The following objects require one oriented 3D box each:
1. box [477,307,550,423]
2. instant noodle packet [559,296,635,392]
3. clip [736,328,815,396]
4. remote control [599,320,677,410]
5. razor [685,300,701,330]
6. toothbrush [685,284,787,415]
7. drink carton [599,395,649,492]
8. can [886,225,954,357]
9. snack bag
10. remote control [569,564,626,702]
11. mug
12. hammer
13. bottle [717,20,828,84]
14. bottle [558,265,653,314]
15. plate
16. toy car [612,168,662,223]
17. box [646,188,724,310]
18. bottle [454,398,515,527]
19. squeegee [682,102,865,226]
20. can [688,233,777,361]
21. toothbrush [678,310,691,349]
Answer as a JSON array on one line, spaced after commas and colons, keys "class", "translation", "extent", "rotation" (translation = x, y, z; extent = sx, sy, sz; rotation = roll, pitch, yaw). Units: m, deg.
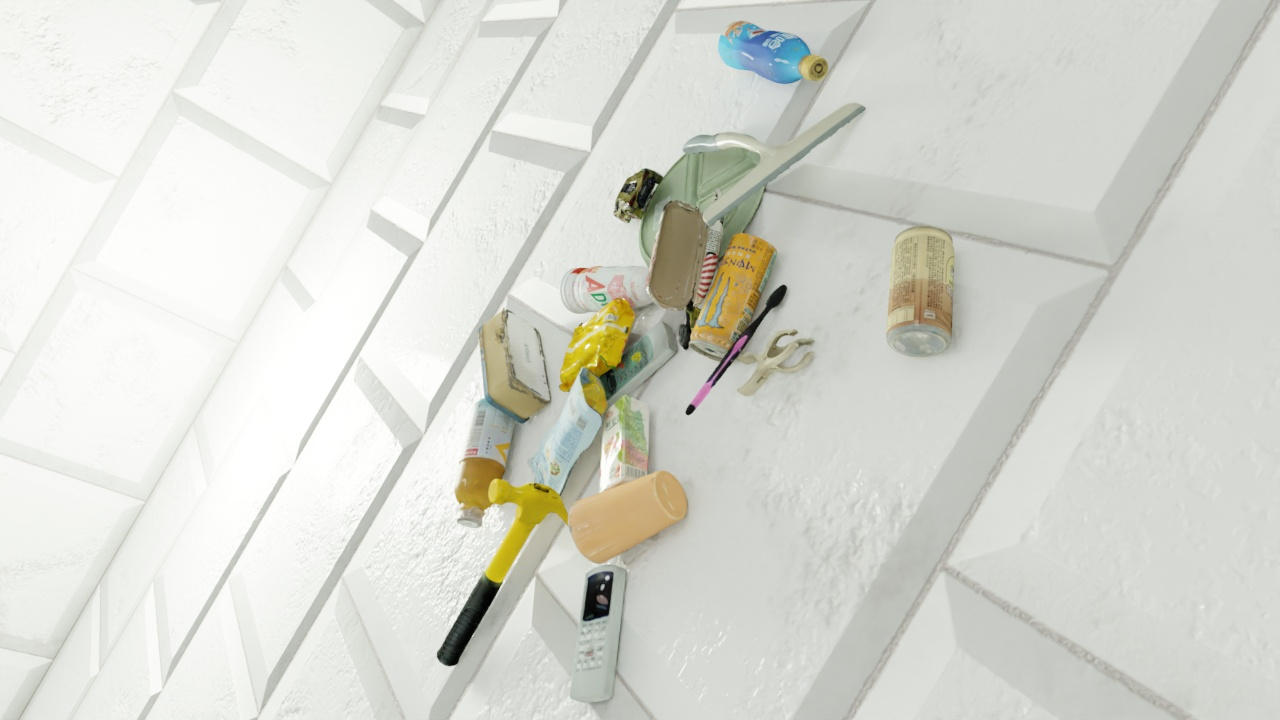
[{"class": "box", "translation": [-0.188, 0.010, 1.367], "extent": [0.063, 0.089, 0.184], "rotation": [-36, 39, 21]}, {"class": "instant noodle packet", "translation": [-0.058, -0.020, 1.241], "extent": [0.129, 0.044, 0.110], "rotation": [-29, 39, 52]}, {"class": "clip", "translation": [0.143, 0.000, 1.001], "extent": [0.100, 0.034, 0.072], "rotation": [-30, 45, 43]}, {"class": "remote control", "translation": [-0.007, 0.007, 1.198], "extent": [0.135, 0.019, 0.056], "rotation": [-42, 38, 24]}, {"class": "razor", "translation": [0.057, -0.076, 1.140], "extent": [0.043, 0.022, 0.142], "rotation": [-42, 55, 12]}, {"class": "toothbrush", "translation": [0.108, -0.013, 1.038], "extent": [0.189, 0.014, 0.018], "rotation": [-52, 4, -10]}, {"class": "drink carton", "translation": [-0.017, 0.108, 1.112], "extent": [0.054, 0.045, 0.122], "rotation": [-44, 33, 43]}, {"class": "can", "translation": [0.265, -0.065, 0.868], "extent": [0.059, 0.058, 0.116], "rotation": [-17, 53, 45]}, {"class": "snack bag", "translation": [-0.101, 0.109, 1.204], "extent": [0.191, 0.038, 0.110], "rotation": [-60, 39, 29]}, {"class": "remote control", "translation": [-0.048, 0.304, 1.028], "extent": [0.058, 0.021, 0.149], "rotation": [-24, 48, 41]}, {"class": "mug", "translation": [-0.011, 0.173, 1.037], "extent": [0.123, 0.078, 0.078], "rotation": [-29, 44, 29]}, {"class": "hammer", "translation": [-0.186, 0.275, 1.165], "extent": [0.301, 0.128, 0.033], "rotation": [-59, 33, 21]}, {"class": "bottle", "translation": [0.179, -0.408, 1.230], "extent": [0.065, 0.065, 0.218], "rotation": [-54, 35, 9]}, {"class": "bottle", "translation": [-0.032, -0.100, 1.273], "extent": [0.197, 0.068, 0.068], "rotation": [2, 66, 48]}, {"class": "plate", "translation": [0.077, -0.214, 1.249], "extent": [0.231, 0.027, 0.229], "rotation": [-32, 42, 34]}, {"class": "toy car", "translation": [-0.010, -0.239, 1.335], "extent": [0.070, 0.042, 0.158], "rotation": [-63, 11, -3]}, {"class": "box", "translation": [0.063, -0.141, 1.117], "extent": [0.087, 0.075, 0.161], "rotation": [-41, 29, 52]}, {"class": "bottle", "translation": [-0.229, 0.148, 1.334], "extent": [0.068, 0.068, 0.189], "rotation": [-22, 50, 42]}, {"class": "squeegee", "translation": [0.112, -0.271, 1.159], "extent": [0.246, 0.039, 0.247], "rotation": [-38, 29, -12]}, {"class": "can", "translation": [0.109, -0.074, 1.075], "extent": [0.058, 0.058, 0.146], "rotation": [9, 72, 54]}, {"class": "toothbrush", "translation": [0.059, -0.105, 1.170], "extent": [0.014, 0.016, 0.189], "rotation": [-11, 69, 40]}]
